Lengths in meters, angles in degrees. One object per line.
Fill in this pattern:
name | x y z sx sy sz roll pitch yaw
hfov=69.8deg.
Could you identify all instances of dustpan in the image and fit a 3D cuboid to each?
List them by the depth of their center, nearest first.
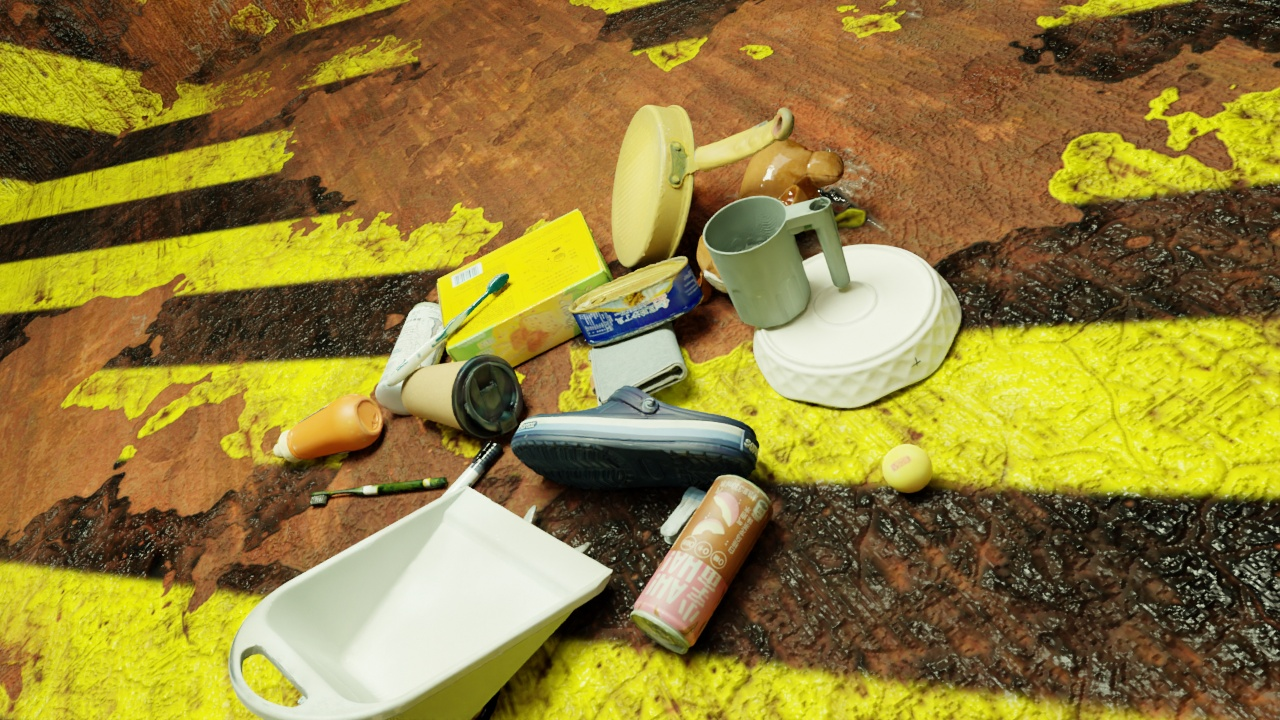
dustpan | -0.201 0.206 0.780 0.223 0.143 0.257 20 62 40

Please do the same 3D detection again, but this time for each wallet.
wallet | -0.006 0.006 0.984 0.106 0.037 0.129 -27 26 7

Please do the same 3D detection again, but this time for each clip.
clip | 0.040 0.141 0.835 0.025 0.036 0.057 22 62 40

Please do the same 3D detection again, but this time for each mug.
mug | 0.135 -0.099 0.893 0.124 0.103 0.083 -11 43 19

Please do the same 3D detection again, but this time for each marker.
marker | -0.195 0.136 0.975 0.130 0.022 0.018 -49 18 -23

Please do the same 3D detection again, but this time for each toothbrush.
toothbrush | -0.297 0.148 1.029 0.186 0.012 0.017 -9 50 22
toothbrush | -0.224 -0.038 1.070 0.191 0.016 0.018 -45 31 -13

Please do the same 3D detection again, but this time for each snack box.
snack box | -0.139 -0.080 1.129 0.210 0.070 0.157 -26 40 3

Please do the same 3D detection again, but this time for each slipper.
slipper | -0.010 0.066 0.873 0.253 0.105 0.095 -1 55 26

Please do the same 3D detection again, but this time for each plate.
plate | 0.207 -0.044 0.910 0.205 0.045 0.204 -17 41 15

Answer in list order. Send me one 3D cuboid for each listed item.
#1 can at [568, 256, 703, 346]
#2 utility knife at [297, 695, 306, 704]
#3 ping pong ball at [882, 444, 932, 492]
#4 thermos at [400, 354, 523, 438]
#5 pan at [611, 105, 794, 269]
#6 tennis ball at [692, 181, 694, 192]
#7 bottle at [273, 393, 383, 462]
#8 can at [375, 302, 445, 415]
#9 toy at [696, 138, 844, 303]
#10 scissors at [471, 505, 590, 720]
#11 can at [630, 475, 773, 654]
can | -0.005 -0.065 1.013 0.148 0.049 0.074 -19 20 23
utility knife | -0.246 0.244 0.893 0.034 0.018 0.222 22 60 41
ping pong ball | 0.222 0.090 0.764 0.040 0.040 0.040 -16 42 15
thermos | -0.204 0.039 1.036 0.143 0.093 0.092 0 48 42
pan | 0.054 -0.209 1.014 0.358 0.078 0.197 162 111 -71
tennis ball | 0.038 -0.228 1.184 0.065 0.065 0.065 -16 42 15
bottle | -0.384 0.089 1.107 0.150 0.067 0.066 -20 40 22
can | -0.279 -0.004 1.140 0.058 0.058 0.146 -10 43 21
toy | 0.137 -0.146 1.017 0.130 0.140 0.199 42 72 5
scissors | -0.145 0.237 0.841 0.221 0.022 0.232 -17 43 12
can | 0.053 0.168 0.768 0.058 0.058 0.147 14 56 39
